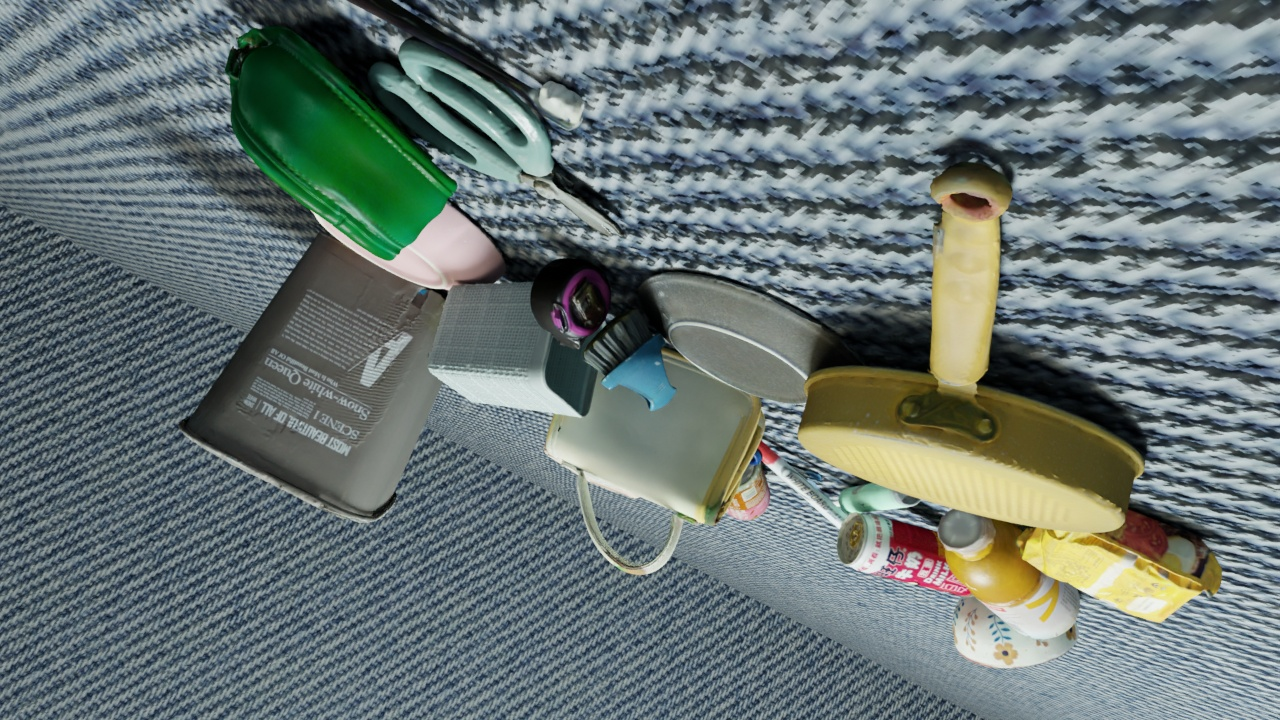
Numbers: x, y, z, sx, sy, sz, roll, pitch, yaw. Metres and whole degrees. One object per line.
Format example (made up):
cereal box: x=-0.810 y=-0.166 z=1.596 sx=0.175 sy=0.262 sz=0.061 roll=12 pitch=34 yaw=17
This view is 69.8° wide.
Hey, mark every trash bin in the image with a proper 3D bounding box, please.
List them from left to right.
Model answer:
trash bin: x=-0.284 y=0.011 z=0.890 sx=0.199 sy=0.219 sz=0.198 roll=29 pitch=179 yaw=-6

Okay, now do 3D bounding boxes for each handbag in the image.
handbag: x=-0.181 y=-0.128 z=0.547 sx=0.120 sy=0.068 sz=0.131 roll=42 pitch=180 yaw=39
handbag: x=0.002 y=0.082 z=0.763 sx=0.163 sy=0.178 sz=0.063 roll=21 pitch=169 yaw=21

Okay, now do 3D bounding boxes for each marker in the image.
marker: x=0.158 y=0.123 z=0.889 sx=0.145 sy=0.017 sz=0.017 roll=41 pitch=165 yaw=-2

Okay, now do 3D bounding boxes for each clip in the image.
clip: x=0.156 y=0.117 z=0.936 sx=0.057 sy=0.032 sz=0.025 roll=15 pitch=164 yaw=28

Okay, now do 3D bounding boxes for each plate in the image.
plate: x=-0.203 y=-0.106 z=0.748 sx=0.192 sy=0.039 sz=0.192 roll=25 pitch=166 yaw=7
plate: x=0.075 y=-0.005 z=0.639 sx=0.179 sy=0.024 sz=0.179 roll=26 pitch=166 yaw=6

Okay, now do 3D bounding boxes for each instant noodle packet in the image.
instant noodle packet: x=0.329 y=0.137 z=0.642 sx=0.111 sy=0.044 sz=0.128 roll=29 pitch=164 yaw=21

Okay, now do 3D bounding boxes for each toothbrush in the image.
toothbrush: x=-0.107 y=-0.160 z=0.435 sx=0.181 sy=0.015 sz=0.018 roll=28 pitch=160 yaw=-6
toothbrush: x=0.210 y=0.131 z=0.872 sx=0.027 sy=0.026 sz=0.225 roll=51 pitch=167 yaw=5

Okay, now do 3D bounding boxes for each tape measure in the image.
tape measure: x=-0.048 y=-0.043 z=0.654 sx=0.039 sy=0.057 sz=0.058 roll=15 pitch=152 yaw=39

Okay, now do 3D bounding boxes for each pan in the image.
pan: x=0.171 y=0.015 z=0.489 sx=0.198 sy=0.078 sz=0.357 roll=13 pitch=167 yaw=24

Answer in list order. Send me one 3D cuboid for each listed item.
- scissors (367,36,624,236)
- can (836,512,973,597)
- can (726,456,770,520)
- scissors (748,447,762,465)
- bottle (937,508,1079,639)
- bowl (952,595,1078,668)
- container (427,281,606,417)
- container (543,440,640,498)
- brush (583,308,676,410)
scissors: x=-0.081 y=-0.119 z=0.532 sx=0.143 sy=0.019 sz=0.180 roll=11 pitch=160 yaw=46
can: x=0.252 y=0.180 z=0.851 sx=0.132 sy=0.053 sz=0.053 roll=16 pitch=169 yaw=-15
can: x=0.107 y=0.132 z=0.993 sx=0.058 sy=0.057 sz=0.147 roll=22 pitch=165 yaw=19
scissors: x=0.070 y=0.075 z=0.917 sx=0.132 sy=0.012 sz=0.173 roll=42 pitch=164 yaw=13
bottle: x=0.306 y=0.175 z=0.768 sx=0.068 sy=0.068 sz=0.189 roll=10 pitch=158 yaw=49
bowl: x=0.354 y=0.239 z=0.882 sx=0.114 sy=0.113 sz=0.062 roll=-1 pitch=105 yaw=62
container: x=-0.100 y=-0.010 z=0.741 sx=0.112 sy=0.090 sz=0.090 roll=3 pitch=158 yaw=23
container: x=-0.023 y=0.061 z=0.870 sx=0.090 sy=0.110 sz=0.090 roll=12 pitch=160 yaw=46
brush: x=-0.004 y=0.004 z=0.681 sx=0.073 sy=0.055 sz=0.144 roll=51 pitch=177 yaw=-1
